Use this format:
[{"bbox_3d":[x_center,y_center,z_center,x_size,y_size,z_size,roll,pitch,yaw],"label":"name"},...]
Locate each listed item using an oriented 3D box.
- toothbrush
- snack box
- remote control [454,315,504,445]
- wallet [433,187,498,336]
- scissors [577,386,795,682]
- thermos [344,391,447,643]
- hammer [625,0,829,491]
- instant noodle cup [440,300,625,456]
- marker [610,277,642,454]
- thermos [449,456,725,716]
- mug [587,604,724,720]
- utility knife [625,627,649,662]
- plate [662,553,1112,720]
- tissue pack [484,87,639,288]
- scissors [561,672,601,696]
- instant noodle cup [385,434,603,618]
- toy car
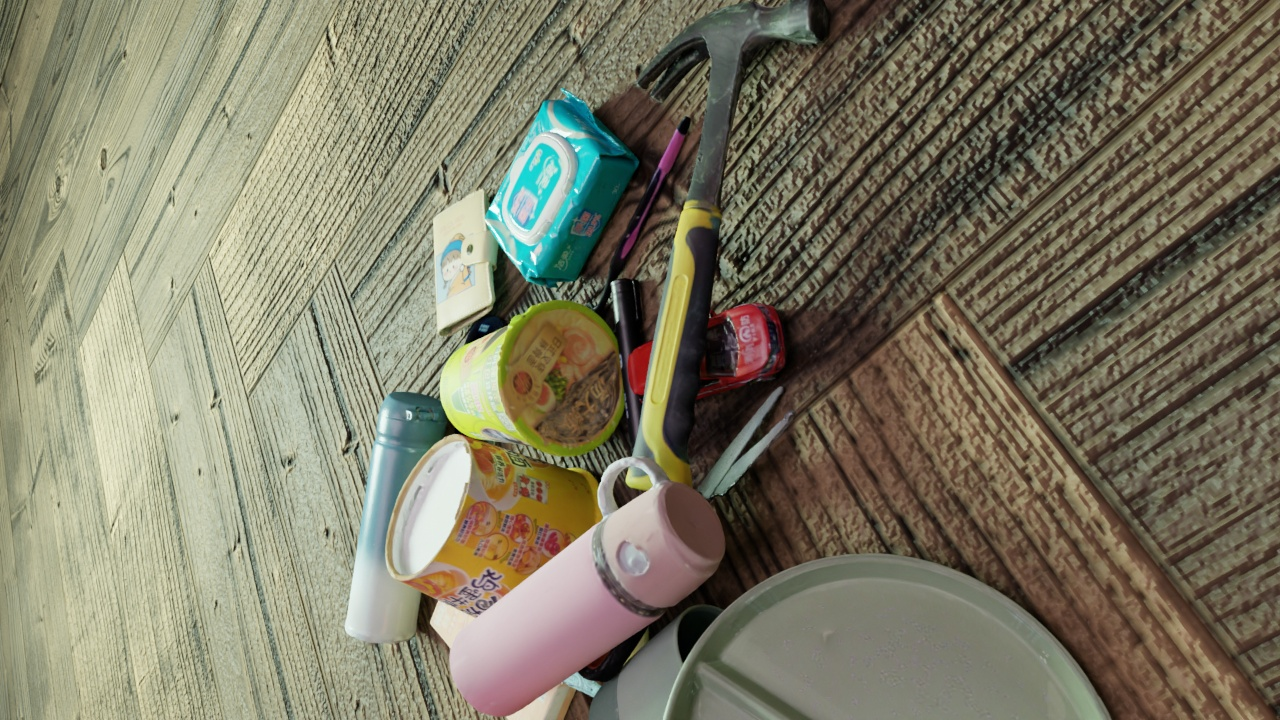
[{"bbox_3d":[-0.008,-0.095,0.686,0.018,0.014,0.189,47,117,46],"label":"toothbrush"},{"bbox_3d":[-0.109,0.224,0.740,0.157,0.026,0.084,35,109,40],"label":"snack box"},{"bbox_3d":[-0.141,0.028,0.792,0.053,0.024,0.136,5,89,44],"label":"remote control"},{"bbox_3d":[-0.155,-0.088,0.817,0.087,0.024,0.115,-24,63,42],"label":"wallet"},{"bbox_3d":[0.019,0.107,0.613,0.229,0.021,0.190,-60,15,-12],"label":"scissors"},{"bbox_3d":[-0.219,0.139,0.829,0.070,0.070,0.220,11,93,44],"label":"thermos"},{"bbox_3d":[0.035,-0.076,0.586,0.126,0.032,0.323,4,79,36],"label":"hammer"},{"bbox_3d":[-0.091,0.019,0.695,0.124,0.111,0.111,-9,79,50],"label":"instant noodle cup"},{"bbox_3d":[-0.004,0.004,0.669,0.022,0.020,0.132,-12,75,19],"label":"marker"},{"bbox_3d":[-0.040,0.138,0.557,0.199,0.067,0.087,-43,70,30],"label":"thermos"},{"bbox_3d":[0.034,0.227,0.576,0.112,0.082,0.107,42,118,3],"label":"mug"},{"bbox_3d":[-0.008,0.242,0.649,0.031,0.018,0.166,2,86,48],"label":"utility knife"},{"bbox_3d":[0.120,0.213,0.461,0.230,0.027,0.229,-8,65,17],"label":"plate"},{"bbox_3d":[-0.063,-0.134,0.716,0.093,0.050,0.134,49,117,36],"label":"tissue pack"},{"bbox_3d":[-0.062,0.223,0.668,0.133,0.017,0.056,11,77,39],"label":"scissors"},{"bbox_3d":[-0.109,0.123,0.664,0.138,0.109,0.137,-34,40,35],"label":"instant noodle cup"},{"bbox_3d":[0.042,-0.001,0.609,0.121,0.045,0.053,-20,73,38],"label":"toy car"}]
